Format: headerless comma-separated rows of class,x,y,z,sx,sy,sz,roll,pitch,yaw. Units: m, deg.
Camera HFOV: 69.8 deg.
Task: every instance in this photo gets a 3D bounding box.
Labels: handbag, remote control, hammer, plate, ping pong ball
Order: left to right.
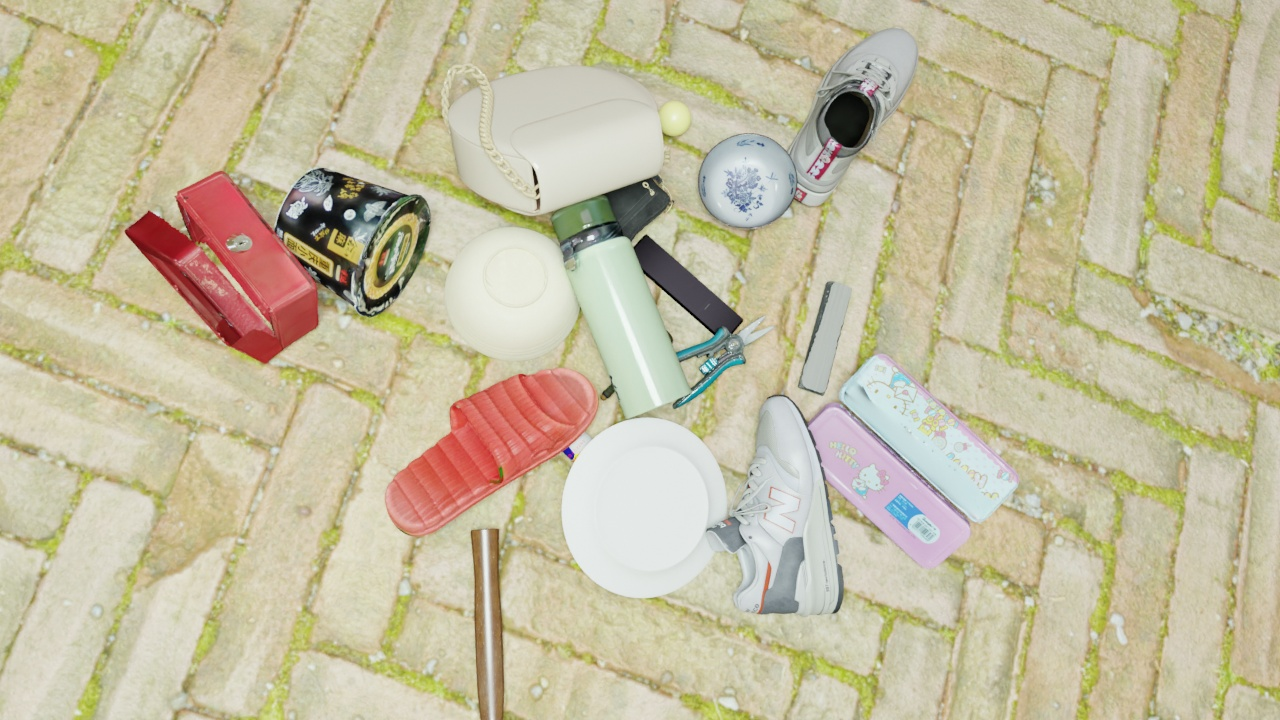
hammer,-0.148,0.333,0.919,0.115,0.033,0.322,-3,78,-8
handbag,-0.090,-0.244,0.961,0.210,0.103,0.208,-23,44,-23
handbag,-0.021,-0.171,1.032,0.079,0.054,0.128,41,73,3
plate,0.011,0.155,0.964,0.188,0.016,0.188,2,86,-22
ping pong ball,0.039,-0.283,1.074,0.040,0.040,0.040,2,78,-9
remote control,0.050,-0.082,1.047,0.150,0.013,0.034,41,79,1
remote control,0.215,-0.027,1.063,0.033,0.013,0.136,19,77,-4

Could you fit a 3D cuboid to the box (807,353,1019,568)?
box,0.290,0.110,1.008,0.214,0.035,0.151,42,99,1

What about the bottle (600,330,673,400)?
bottle,-0.006,0.006,1.013,0.025,0.025,0.106,45,75,2

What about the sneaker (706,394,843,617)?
sneaker,0.130,0.162,0.970,0.124,0.089,0.239,-12,84,-15

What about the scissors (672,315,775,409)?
scissors,0.079,0.000,1.025,0.123,0.019,0.148,19,86,-3

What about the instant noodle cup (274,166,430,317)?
instant noodle cup,-0.300,-0.128,0.945,0.112,0.137,0.137,25,75,6

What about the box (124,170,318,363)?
box,-0.401,-0.089,0.916,0.110,0.134,0.157,-42,88,-14

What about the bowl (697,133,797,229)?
bowl,0.123,-0.200,1.062,0.114,0.045,0.114,-1,80,4

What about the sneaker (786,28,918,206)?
sneaker,0.257,-0.307,1.071,0.097,0.129,0.262,35,73,-2

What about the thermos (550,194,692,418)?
thermos,-0.026,-0.058,0.960,0.082,0.082,0.231,-22,89,-13

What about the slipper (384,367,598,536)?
slipper,-0.158,0.082,0.939,0.248,0.059,0.103,-34,62,-8

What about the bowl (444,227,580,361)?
bowl,-0.135,-0.080,0.984,0.150,0.075,0.150,2,79,-9

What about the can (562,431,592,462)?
can,-0.057,0.101,0.981,0.095,0.032,0.032,44,75,1
